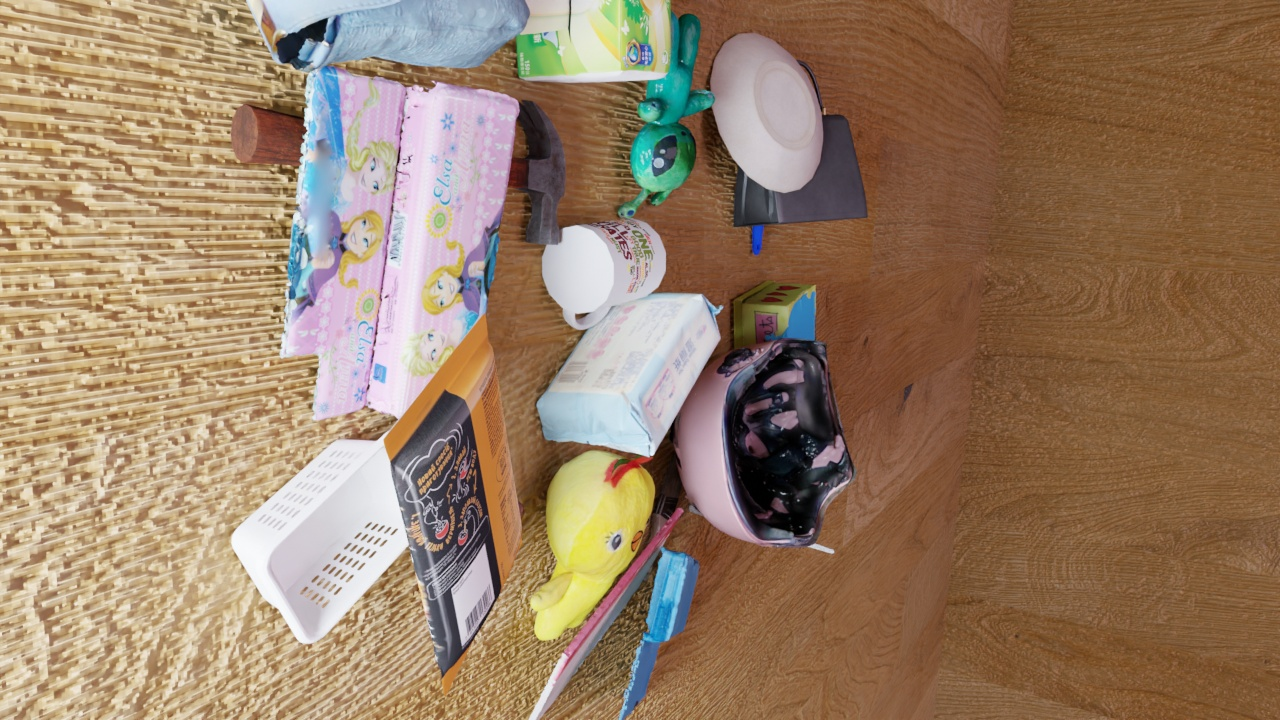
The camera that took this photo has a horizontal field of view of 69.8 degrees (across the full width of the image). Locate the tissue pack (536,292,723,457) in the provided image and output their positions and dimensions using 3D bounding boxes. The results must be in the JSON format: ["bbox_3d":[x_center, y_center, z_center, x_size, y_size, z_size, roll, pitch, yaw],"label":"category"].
[{"bbox_3d":[-0.005,0.005,0.845,0.181,0.112,0.070,-57,133,-35],"label":"tissue pack"}]

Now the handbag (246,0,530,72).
[{"bbox_3d":[-0.142,-0.233,0.526,0.191,0.119,0.121,-21,86,-53],"label":"handbag"}]

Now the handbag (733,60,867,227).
[{"bbox_3d":[0.196,-0.269,1.133,0.175,0.072,0.196,-11,100,-40],"label":"handbag"}]

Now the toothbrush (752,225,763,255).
[{"bbox_3d":[0.154,-0.224,1.155,0.016,0.018,0.182,-5,103,-38],"label":"toothbrush"}]

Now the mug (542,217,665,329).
[{"bbox_3d":[-0.037,-0.074,0.822,0.089,0.073,0.105,-22,142,-56],"label":"mug"}]

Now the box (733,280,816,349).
[{"bbox_3d":[0.178,0.014,1.201,0.124,0.081,0.221,-36,124,-55],"label":"box"}]

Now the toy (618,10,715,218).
[{"bbox_3d":[0.021,-0.233,0.880,0.130,0.072,0.194,-25,128,-53],"label":"toy"}]

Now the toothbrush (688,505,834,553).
[{"bbox_3d":[0.141,0.197,1.081,0.010,0.182,0.010,-27,126,-58],"label":"toothbrush"}]

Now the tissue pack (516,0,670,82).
[{"bbox_3d":[-0.054,-0.310,0.685,0.141,0.120,0.198,-22,110,-55],"label":"tissue pack"}]

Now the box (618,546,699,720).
[{"bbox_3d":[0.024,0.291,0.981,0.231,0.033,0.174,64,41,-76],"label":"box"}]

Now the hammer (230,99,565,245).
[{"bbox_3d":[-0.149,-0.141,0.645,0.300,0.028,0.111,-9,107,-59],"label":"hammer"}]

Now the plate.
[{"bbox_3d":[0.157,-0.289,1.056,0.188,0.027,0.188,8,77,-39],"label":"plate"}]

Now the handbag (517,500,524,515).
[{"bbox_3d":[-0.140,0.160,0.748,0.119,0.029,0.055,-63,148,-19],"label":"handbag"}]

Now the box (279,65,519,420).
[{"bbox_3d":[-0.159,-0.069,0.607,0.159,0.035,0.230,-10,116,-55],"label":"box"}]

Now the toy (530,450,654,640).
[{"bbox_3d":[-0.047,0.167,0.849,0.133,0.092,0.208,-13,120,-61],"label":"toy"}]

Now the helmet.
[{"bbox_3d":[0.125,0.090,1.046,0.254,0.153,0.230,-41,120,-44],"label":"helmet"}]

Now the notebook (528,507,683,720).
[{"bbox_3d":[-0.034,0.248,0.891,0.208,0.012,0.153,-44,164,-46],"label":"notebook"}]

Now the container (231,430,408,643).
[{"bbox_3d":[-0.201,0.108,0.597,0.128,0.050,0.081,-50,138,-42],"label":"container"}]

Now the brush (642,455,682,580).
[{"bbox_3d":[0.025,0.177,1.044,0.039,0.012,0.151,47,57,-54],"label":"brush"}]

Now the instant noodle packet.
[{"bbox_3d":[-0.124,0.100,0.653,0.159,0.032,0.221,-66,156,-56],"label":"instant noodle packet"}]
